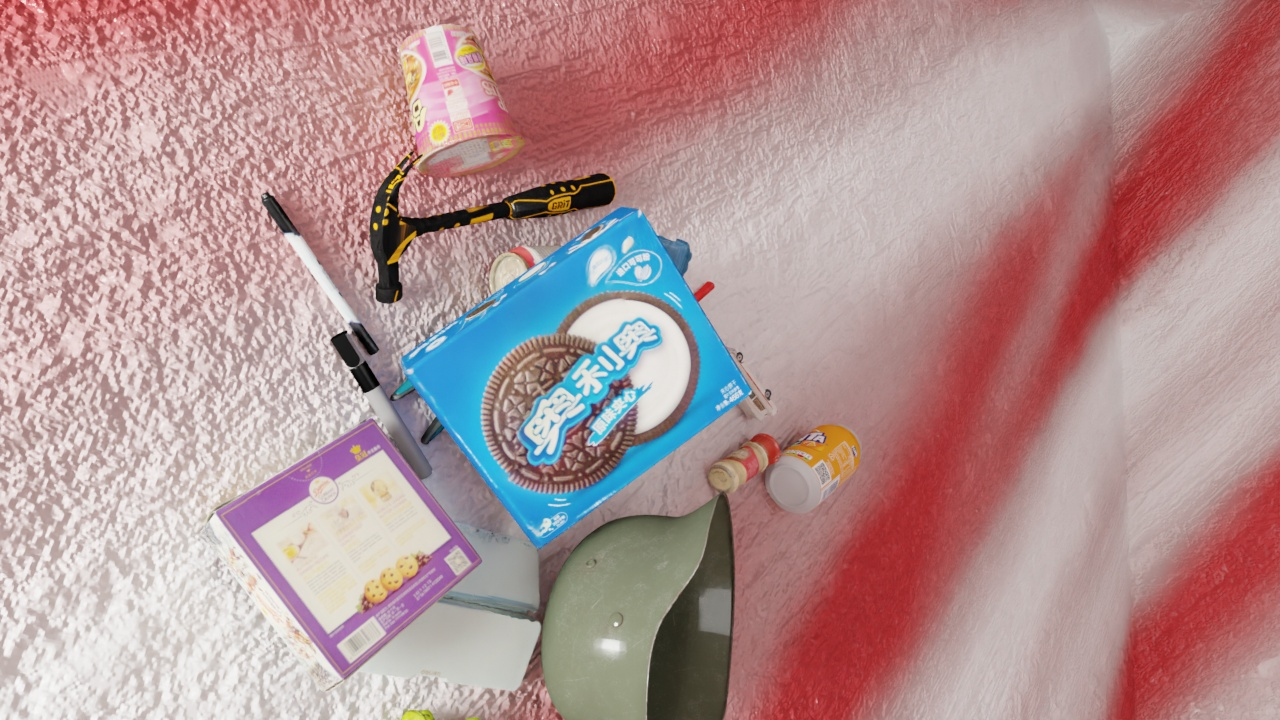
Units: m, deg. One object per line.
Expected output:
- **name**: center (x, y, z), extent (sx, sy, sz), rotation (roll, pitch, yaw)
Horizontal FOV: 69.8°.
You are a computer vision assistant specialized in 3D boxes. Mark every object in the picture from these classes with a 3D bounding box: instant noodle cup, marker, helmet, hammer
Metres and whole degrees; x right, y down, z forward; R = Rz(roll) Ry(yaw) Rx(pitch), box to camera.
- **instant noodle cup**: center (-0.164, -0.231, 0.814), extent (0.097, 0.098, 0.108), rotation (-13, 85, -49)
- **marker**: center (0.049, -0.058, 1.080), extent (0.141, 0.013, 0.013), rotation (-42, 114, -44)
- **helmet**: center (-0.007, 0.245, 0.833), extent (0.267, 0.154, 0.227), rotation (-72, 158, -53)
- **marker**: center (-0.255, -0.067, 0.734), extent (0.011, 0.011, 0.152), rotation (-51, 120, -41)
- **marker**: center (-0.212, 0.039, 0.758), extent (0.016, 0.016, 0.140), rotation (-46, 116, -43)
- **hammer**: center (-0.125, -0.145, 0.861), extent (0.319, 0.036, 0.123), rotation (-26, 133, -52)

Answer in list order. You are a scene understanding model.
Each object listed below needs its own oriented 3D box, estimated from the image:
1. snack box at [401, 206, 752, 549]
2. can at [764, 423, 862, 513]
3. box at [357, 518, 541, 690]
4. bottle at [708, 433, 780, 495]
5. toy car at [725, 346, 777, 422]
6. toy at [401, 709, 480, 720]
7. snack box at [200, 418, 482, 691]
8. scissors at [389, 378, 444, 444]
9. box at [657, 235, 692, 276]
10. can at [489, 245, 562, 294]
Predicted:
- **snack box**: center (-0.050, 0.013, 0.788), extent (0.238, 0.056, 0.195), rotation (-36, 108, -7)
- **can**: center (0.228, 0.137, 1.193), extent (0.142, 0.079, 0.079), rotation (-26, 102, -48)
- **box**: center (-0.164, 0.200, 0.767), extent (0.197, 0.049, 0.136), rotation (28, 61, -43)
- **bottle**: center (0.126, 0.124, 1.108), extent (0.108, 0.044, 0.044), rotation (-25, 101, -48)
- **toy car**: center (0.125, 0.030, 1.133), extent (0.039, 0.039, 0.113), rotation (-49, 120, -17)
- **toy**: center (-0.163, 0.322, 0.745), extent (0.093, 0.036, 0.094), rotation (56, 46, -16)
- **snack box**: center (-0.215, 0.138, 0.679), extent (0.148, 0.041, 0.143), rotation (52, 44, 1)
- **scissors**: center (-0.165, 0.012, 0.815), extent (0.153, 0.019, 0.128), rotation (9, 76, -47)
- **box**: center (-0.022, -0.012, 0.892), extent (0.102, 0.094, 0.231), rotation (-8, 116, -76)
- **can**: center (-0.067, -0.080, 0.908), extent (0.169, 0.067, 0.067), rotation (-9, 89, -49)
